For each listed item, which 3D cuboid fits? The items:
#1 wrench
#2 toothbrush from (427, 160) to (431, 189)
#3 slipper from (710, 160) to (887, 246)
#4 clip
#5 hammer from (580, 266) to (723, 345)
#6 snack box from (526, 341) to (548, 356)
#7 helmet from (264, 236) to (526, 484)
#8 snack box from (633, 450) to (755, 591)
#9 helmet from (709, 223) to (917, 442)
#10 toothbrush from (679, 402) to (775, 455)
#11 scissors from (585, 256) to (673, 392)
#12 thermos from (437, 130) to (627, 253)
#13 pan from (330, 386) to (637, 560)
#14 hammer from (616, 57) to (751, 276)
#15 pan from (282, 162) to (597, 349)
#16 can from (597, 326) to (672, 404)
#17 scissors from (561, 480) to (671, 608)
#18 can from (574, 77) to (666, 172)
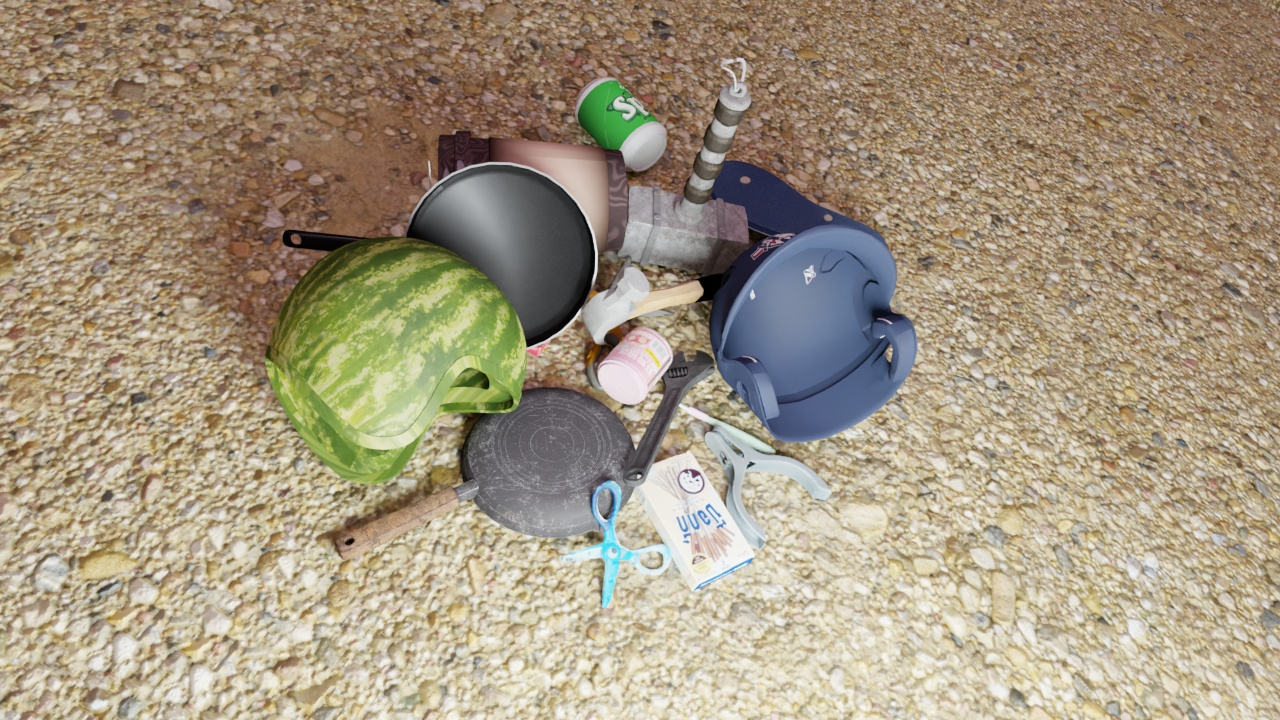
[{"bbox_3d":[0.031,0.061,1.092,0.073,0.018,0.272,3,33,18],"label":"wrench"},{"bbox_3d":[-0.251,-0.154,1.095,0.010,0.182,0.010,-11,41,-20],"label":"toothbrush"},{"bbox_3d":[0.224,-0.202,1.369,0.295,0.060,0.118,28,54,11],"label":"slipper"},{"bbox_3d":[0.147,0.158,1.086,0.164,0.032,0.165,15,44,-8],"label":"clip"},{"bbox_3d":[0.059,-0.087,1.187,0.327,0.131,0.039,-16,71,-44],"label":"hammer"},{"bbox_3d":[-0.140,-0.073,1.181,0.089,0.021,0.132,27,50,3],"label":"snack box"},{"bbox_3d":[-0.254,-0.014,0.969,0.246,0.214,0.243,-35,84,-28],"label":"helmet"},{"bbox_3d":[0.058,0.180,1.048,0.081,0.026,0.150,-17,61,-28],"label":"snack box"},{"bbox_3d":[0.194,-0.059,1.117,0.232,0.273,0.223,-15,52,-13],"label":"helmet"},{"bbox_3d":[0.099,0.079,1.145,0.155,0.015,0.022,29,19,6],"label":"toothbrush"},{"bbox_3d":[-0.061,-0.066,1.184,0.229,0.016,0.224,26,52,-14],"label":"scissors"},{"bbox_3d":[-0.138,-0.204,1.170,0.226,0.173,0.172,-1,54,-9],"label":"thermos"},{"bbox_3d":[-0.164,0.130,1.001,0.356,0.040,0.207,-22,55,-28],"label":"pan"},{"bbox_3d":[0.085,-0.246,1.185,0.177,0.327,0.079,9,52,-11],"label":"hammer"},{"bbox_3d":[-0.229,-0.126,1.071,0.356,0.225,0.034,5,18,-10],"label":"pan"},{"bbox_3d":[-0.007,0.007,1.117,0.067,0.067,0.076,33,50,9],"label":"can"},{"bbox_3d":[-0.026,0.195,0.987,0.133,0.011,0.140,-3,87,-29],"label":"scissors"},{"bbox_3d":[-0.030,-0.357,1.388,0.087,0.088,0.140,-27,66,-32],"label":"can"}]
